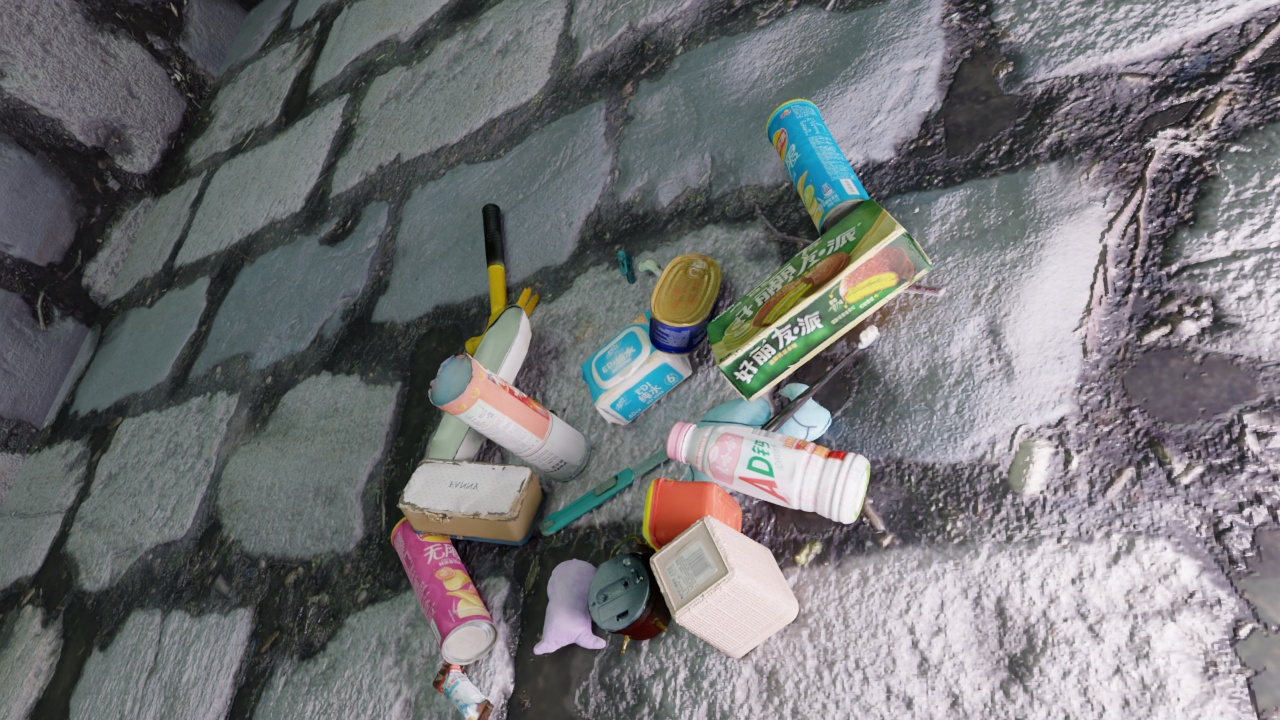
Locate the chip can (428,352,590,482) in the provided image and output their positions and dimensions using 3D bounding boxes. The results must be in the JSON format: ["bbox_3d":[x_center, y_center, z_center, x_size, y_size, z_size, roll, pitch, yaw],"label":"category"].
[{"bbox_3d":[-0.152,0.072,1.096,0.071,0.214,0.071,-22,49,28],"label":"chip can"}]

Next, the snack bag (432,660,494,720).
[{"bbox_3d":[-0.205,0.388,1.062,0.104,0.026,0.048,30,96,48],"label":"snack bag"}]

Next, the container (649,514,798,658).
[{"bbox_3d":[0.076,0.214,0.878,0.090,0.111,0.090,-39,43,13],"label":"container"}]

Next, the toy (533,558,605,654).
[{"bbox_3d":[-0.075,0.271,1.023,0.084,0.039,0.107,-7,52,17],"label":"toy"}]

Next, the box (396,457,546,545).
[{"bbox_3d":[-0.205,0.174,1.144,0.184,0.061,0.089,5,46,21],"label":"box"}]

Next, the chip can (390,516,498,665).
[{"bbox_3d":[-0.246,0.278,1.141,0.071,0.071,0.210,-48,43,3],"label":"chip can"}]

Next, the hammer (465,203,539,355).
[{"bbox_3d":[-0.227,-0.144,1.447,0.129,0.033,0.300,-31,46,20],"label":"hammer"}]

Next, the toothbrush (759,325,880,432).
[{"bbox_3d":[0.184,0.025,0.957,0.181,0.018,0.015,-41,52,-10],"label":"toothbrush"}]

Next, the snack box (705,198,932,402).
[{"bbox_3d":[0.185,-0.065,0.992,0.240,0.063,0.114,-38,21,15],"label":"snack box"}]

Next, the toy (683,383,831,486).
[{"bbox_3d":[0.114,0.082,0.986,0.156,0.050,0.161,22,70,47],"label":"toy"}]

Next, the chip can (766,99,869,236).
[{"bbox_3d":[0.214,-0.226,1.099,0.071,0.071,0.210,-33,46,19],"label":"chip can"}]

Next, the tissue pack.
[{"bbox_3d":[-0.007,0.007,1.130,0.140,0.063,0.090,-39,43,13],"label":"tissue pack"}]

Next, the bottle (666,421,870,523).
[{"bbox_3d":[0.121,0.103,0.905,0.197,0.068,0.068,13,69,23],"label":"bottle"}]

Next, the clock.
[{"bbox_3d":[-0.011,0.242,0.976,0.082,0.055,0.121,-33,44,20],"label":"clock"}]

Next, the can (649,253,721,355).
[{"bbox_3d":[0.054,-0.069,1.100,0.075,0.049,0.147,13,42,9],"label":"can"}]

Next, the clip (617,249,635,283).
[{"bbox_3d":[-0.020,-0.131,1.270,0.014,0.042,0.056,-30,45,17],"label":"clip"}]

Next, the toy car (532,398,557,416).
[{"bbox_3d":[-0.151,0.067,1.227,0.091,0.043,0.036,12,68,47],"label":"toy car"}]

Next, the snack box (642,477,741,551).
[{"bbox_3d":[0.056,0.164,0.949,0.080,0.091,0.081,-11,56,27],"label":"snack box"}]

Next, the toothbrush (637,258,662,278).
[{"bbox_3d":[0.050,-0.082,1.178,0.029,0.020,0.189,-22,41,-17],"label":"toothbrush"}]

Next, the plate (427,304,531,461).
[{"bbox_3d":[-0.220,0.047,1.271,0.265,0.034,0.162,-65,23,-8],"label":"plate"}]

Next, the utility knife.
[{"bbox_3d":[-0.042,0.154,1.094,0.216,0.013,0.029,-34,45,18],"label":"utility knife"}]
